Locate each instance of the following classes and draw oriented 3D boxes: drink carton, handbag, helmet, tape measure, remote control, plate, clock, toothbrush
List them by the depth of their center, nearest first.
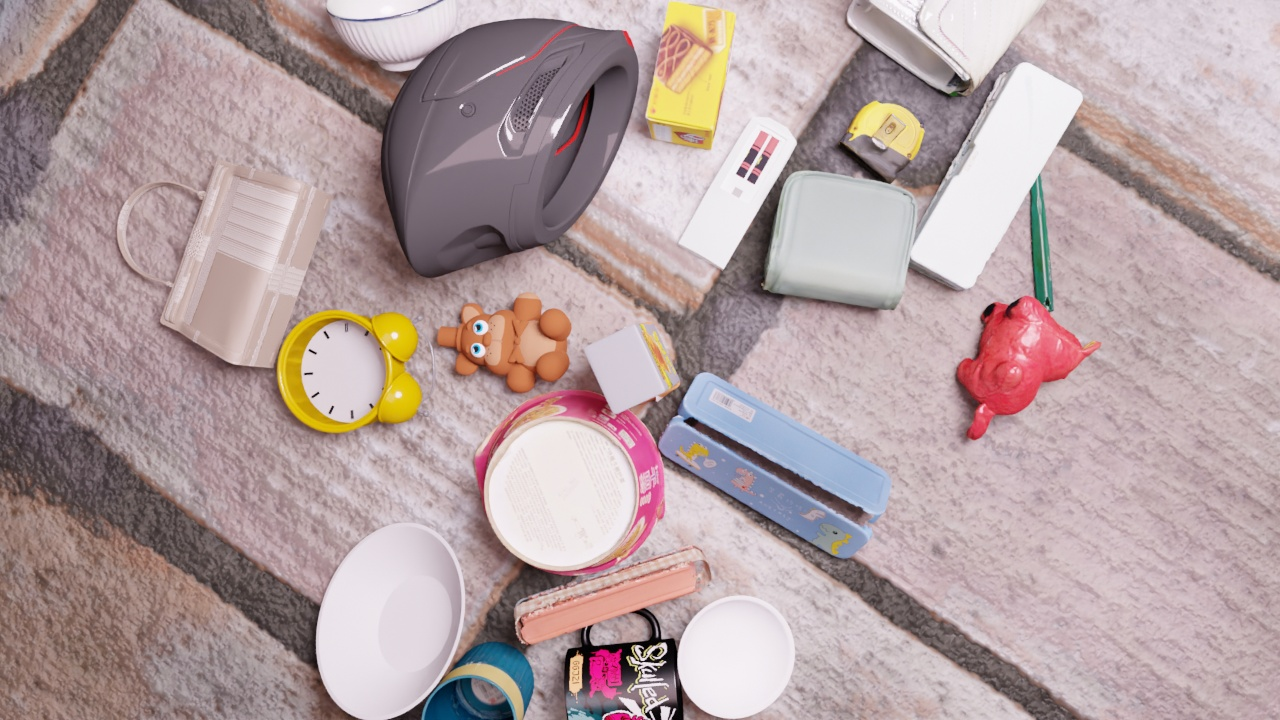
[{"bbox_3d":[-0.130,-0.191,0.797,0.170,0.164,0.264,25,83,14],"label":"helmet"},{"bbox_3d":[0.295,-0.349,0.802,0.142,0.096,0.198,36,91,2],"label":"handbag"},{"bbox_3d":[-0.005,0.005,0.809,0.048,0.124,0.076,-25,89,8],"label":"drink carton"},{"bbox_3d":[0.176,-0.105,0.825,0.122,0.067,0.106,10,82,3],"label":"handbag"},{"bbox_3d":[0.223,-0.205,0.836,0.065,0.037,0.064,39,93,3],"label":"tape measure"},{"bbox_3d":[0.365,-0.139,0.838,0.016,0.017,0.190,-4,90,5],"label":"toothbrush"},{"bbox_3d":[-0.221,0.239,0.846,0.174,0.036,0.173,-13,63,25],"label":"plate"},{"bbox_3d":[0.092,-0.159,0.852,0.049,0.024,0.143,30,92,3],"label":"remote control"},{"bbox_3d":[-0.266,0.009,0.865,0.152,0.052,0.113,-4,90,8],"label":"clock"},{"bbox_3d":[-0.417,-0.109,0.874,0.198,0.062,0.175,20,91,13],"label":"handbag"}]

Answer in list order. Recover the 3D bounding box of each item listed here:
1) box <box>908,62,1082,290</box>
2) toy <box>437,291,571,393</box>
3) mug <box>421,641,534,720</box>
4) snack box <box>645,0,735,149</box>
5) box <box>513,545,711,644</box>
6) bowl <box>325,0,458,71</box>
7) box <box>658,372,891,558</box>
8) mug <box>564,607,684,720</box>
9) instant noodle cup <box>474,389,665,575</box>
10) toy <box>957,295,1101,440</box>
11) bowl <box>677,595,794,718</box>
[{"bbox_3d":[0.313,-0.161,0.818,0.083,0.066,0.199,30,96,25],"label":"box"},{"bbox_3d":[-0.127,-0.019,0.849,0.128,0.065,0.095,5,88,9],"label":"toy"},{"bbox_3d":[-0.157,0.315,0.831,0.113,0.107,0.083,-31,90,3],"label":"mug"},{"bbox_3d":[0.046,-0.254,0.825,0.061,0.083,0.106,12,92,4],"label":"snack box"},{"bbox_3d":[-0.025,0.215,0.848,0.188,0.062,0.058,-14,105,-7],"label":"box"},{"bbox_3d":[-0.220,-0.307,0.842,0.118,0.117,0.062,-4,133,4],"label":"bowl"},{"bbox_3d":[0.125,0.094,0.850,0.209,0.078,0.073,30,48,4],"label":"box"},{"bbox_3d":[-0.015,0.283,0.842,0.098,0.082,0.117,-7,62,4],"label":"mug"},{"bbox_3d":[-0.068,0.116,0.838,0.179,0.077,0.178,0,91,3],"label":"instant noodle cup"},{"bbox_3d":[0.340,0.018,0.813,0.094,0.088,0.133,25,93,-8],"label":"toy"},{"bbox_3d":[0.083,0.266,0.843,0.110,0.040,0.110,0,90,-12],"label":"bowl"}]
